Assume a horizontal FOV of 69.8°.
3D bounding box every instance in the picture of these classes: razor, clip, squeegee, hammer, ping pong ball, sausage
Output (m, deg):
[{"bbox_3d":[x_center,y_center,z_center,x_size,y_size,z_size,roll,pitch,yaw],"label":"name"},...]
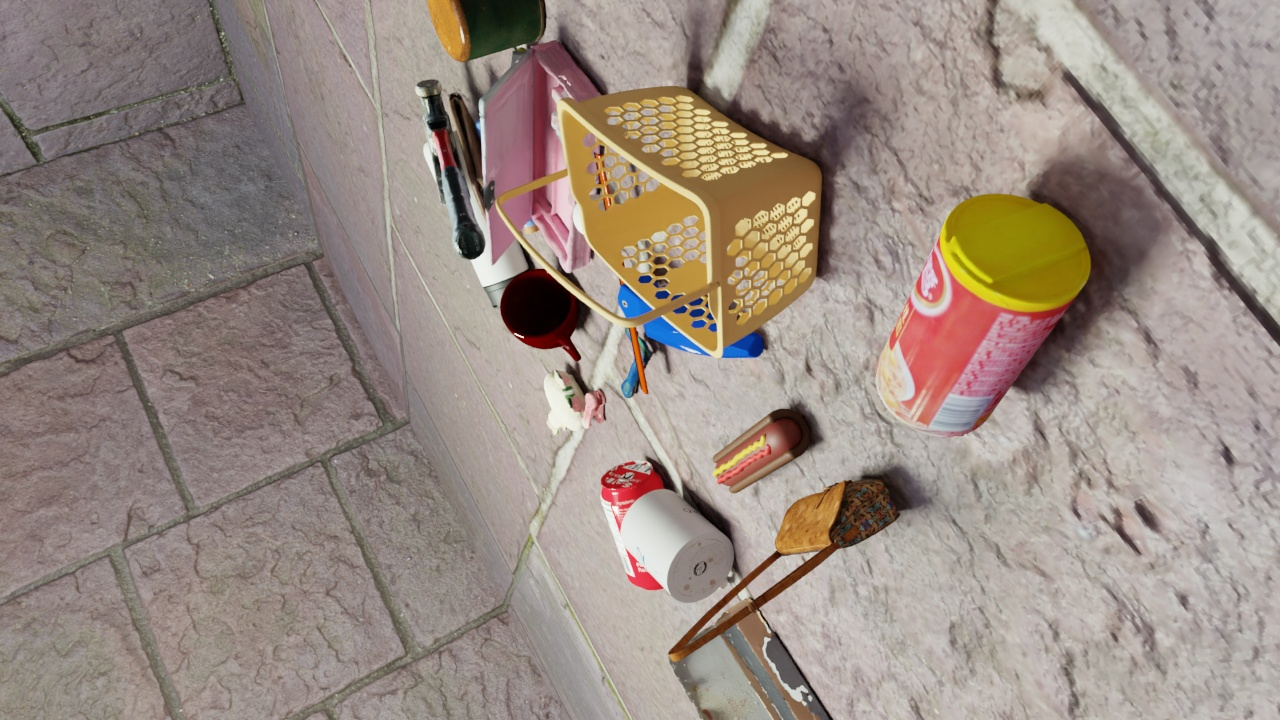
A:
[{"bbox_3d":[-0.006,0.006,0.964,0.044,0.018,0.141,57,161,17],"label":"razor"},{"bbox_3d":[-0.061,0.062,1.137,0.023,0.044,0.060,47,167,32],"label":"clip"},{"bbox_3d":[0.030,-0.039,0.780,0.185,0.055,0.250,26,138,43],"label":"squeegee"},{"bbox_3d":[-0.194,-0.181,0.953,0.326,0.036,0.141,-117,16,-55],"label":"hammer"},{"bbox_3d":[-0.043,-0.136,0.861,0.040,0.040,0.040,50,155,34],"label":"ping pong ball"},{"bbox_3d":[0.097,0.079,0.773,0.040,0.040,0.156,61,158,11],"label":"sausage"}]

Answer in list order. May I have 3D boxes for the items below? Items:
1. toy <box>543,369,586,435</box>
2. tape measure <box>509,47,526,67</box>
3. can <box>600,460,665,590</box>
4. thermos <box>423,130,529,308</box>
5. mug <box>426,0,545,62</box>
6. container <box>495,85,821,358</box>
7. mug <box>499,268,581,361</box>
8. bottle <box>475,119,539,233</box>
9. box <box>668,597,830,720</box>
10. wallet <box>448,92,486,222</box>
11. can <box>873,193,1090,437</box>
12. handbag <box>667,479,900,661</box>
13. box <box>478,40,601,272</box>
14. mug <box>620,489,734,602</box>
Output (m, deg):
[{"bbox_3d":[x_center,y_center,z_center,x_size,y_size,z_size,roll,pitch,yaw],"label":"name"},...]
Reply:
[{"bbox_3d":[-0.097,0.054,1.186,0.087,0.050,0.112,56,161,22],"label":"toy"},{"bbox_3d":[-0.117,-0.262,0.884,0.065,0.017,0.064,110,166,-72],"label":"tape measure"},{"bbox_3d":[0.004,0.194,1.071,0.074,0.074,0.142,23,134,60],"label":"can"},{"bbox_3d":[-0.200,-0.173,1.163,0.101,0.068,0.230,-146,33,-75],"label":"thermos"},{"bbox_3d":[-0.147,-0.333,0.827,0.085,0.081,0.111,4,117,67],"label":"mug"},{"bbox_3d":[0.007,-0.092,0.615,0.183,0.166,0.129,44,151,41],"label":"container"},{"bbox_3d":[-0.102,-0.040,1.065,0.114,0.087,0.088,51,173,20],"label":"mug"},{"bbox_3d":[-0.136,-0.201,0.997,0.048,0.048,0.131,26,137,59],"label":"bottle"},{"bbox_3d":[0.124,0.372,0.960,0.217,0.095,0.115,55,154,22],"label":"box"},{"bbox_3d":[-0.180,-0.216,1.006,0.099,0.027,0.121,79,174,-67],"label":"wallet"},{"bbox_3d":[0.166,-0.018,0.461,0.066,0.066,0.125,53,157,28],"label":"can"},{"bbox_3d":[0.091,0.142,0.641,0.043,0.195,0.094,57,156,3],"label":"handbag"},{"bbox_3d":[-0.107,-0.175,0.876,0.099,0.106,0.233,55,157,23],"label":"box"},{"bbox_3d":[0.049,0.207,0.992,0.119,0.083,0.096,45,174,-37],"label":"mug"}]
